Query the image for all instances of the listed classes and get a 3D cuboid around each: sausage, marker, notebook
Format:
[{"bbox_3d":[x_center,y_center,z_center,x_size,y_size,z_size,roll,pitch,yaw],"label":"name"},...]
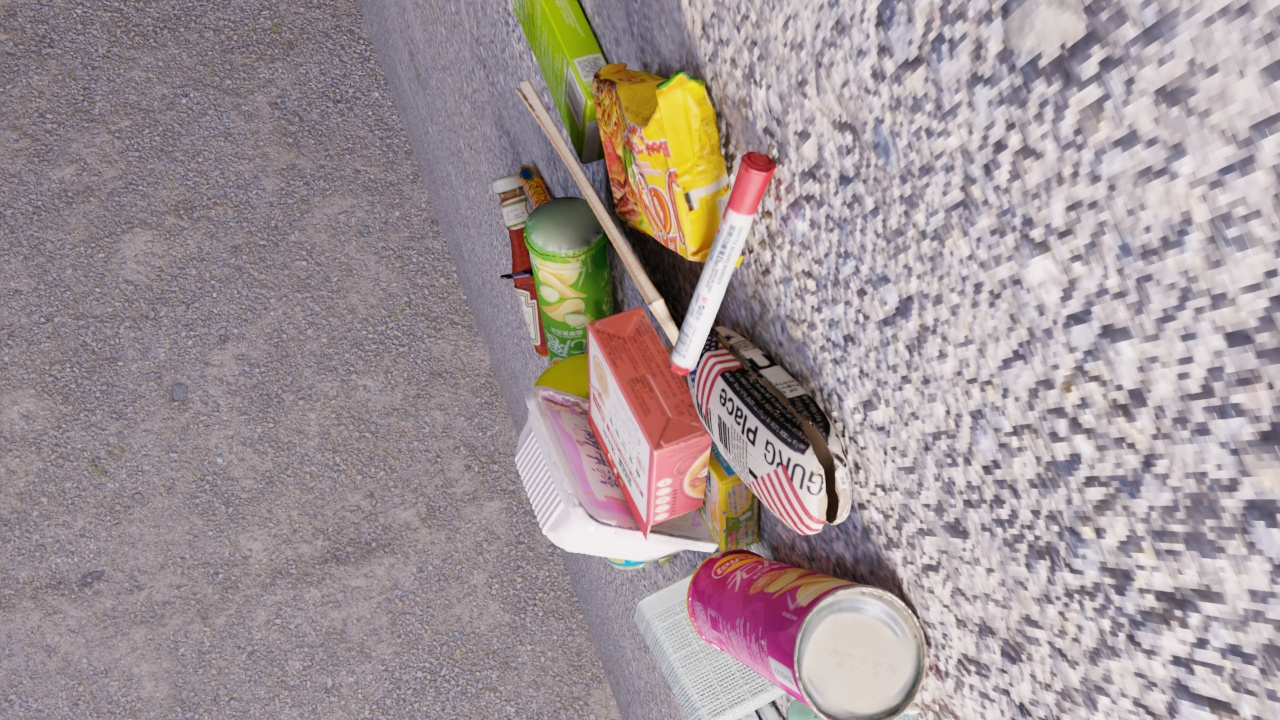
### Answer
[{"bbox_3d":[-0.096,-0.157,0.947,0.021,0.021,0.165,84,161,-48],"label":"sausage"},{"bbox_3d":[0.039,-0.044,0.476,0.017,0.017,0.146,62,149,34],"label":"marker"},{"bbox_3d":[-0.015,-0.081,0.639,0.211,0.012,0.149,61,-177,30],"label":"notebook"},{"bbox_3d":[0.093,0.280,0.829,0.145,0.017,0.017,-125,19,-50],"label":"marker"}]

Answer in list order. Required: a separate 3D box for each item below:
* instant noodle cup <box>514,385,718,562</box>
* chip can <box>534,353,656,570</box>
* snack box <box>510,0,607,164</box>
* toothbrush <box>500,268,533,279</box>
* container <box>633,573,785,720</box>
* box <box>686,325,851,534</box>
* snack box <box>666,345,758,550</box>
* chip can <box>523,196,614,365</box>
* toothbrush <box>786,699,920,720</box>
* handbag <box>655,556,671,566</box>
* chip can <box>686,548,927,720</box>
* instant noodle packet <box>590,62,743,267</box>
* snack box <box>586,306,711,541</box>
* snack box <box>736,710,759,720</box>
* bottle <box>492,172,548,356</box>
[{"bbox_3d":[-0.025,0.102,0.735,0.173,0.060,0.138,19,-146,-45],"label":"instant noodle cup"},{"bbox_3d":[-0.031,0.098,0.855,0.071,0.071,0.210,50,162,57],"label":"chip can"},{"bbox_3d":[-0.058,-0.230,0.664,0.086,0.026,0.156,109,139,-71],"label":"snack box"},{"bbox_3d":[-0.090,-0.087,0.856,0.188,0.014,0.017,-30,-48,-72],"label":"toothbrush"},{"bbox_3d":[0.060,0.233,0.743,0.111,0.090,0.090,62,165,23],"label":"container"},{"bbox_3d":[0.070,0.032,0.506,0.164,0.059,0.072,-128,45,-55],"label":"box"},{"bbox_3d":[0.043,0.064,0.680,0.087,0.033,0.140,83,164,-44],"label":"snack box"},{"bbox_3d":[-0.058,-0.049,0.836,0.222,0.072,0.072,87,159,-51],"label":"chip can"},{"bbox_3d":[0.129,0.218,0.566,0.225,0.026,0.027,104,166,-67],"label":"toothbrush"},{"bbox_3d":[-0.020,0.140,1.010,0.178,0.063,0.164,58,165,30],"label":"handbag"},{"bbox_3d":[0.087,0.156,0.543,0.211,0.071,0.071,149,101,-77],"label":"chip can"},{"bbox_3d":[0.012,-0.110,0.517,0.128,0.044,0.111,44,156,62],"label":"instant noodle packet"},{"bbox_3d":[0.003,0.046,0.643,0.127,0.044,0.113,93,153,-54],"label":"snack box"},{"bbox_3d":[0.106,0.389,0.844,0.178,0.045,0.182,87,158,-66],"label":"snack box"},{"bbox_3d":[-0.120,-0.108,1.037,0.060,0.059,0.206,-151,43,-72],"label":"bottle"}]
